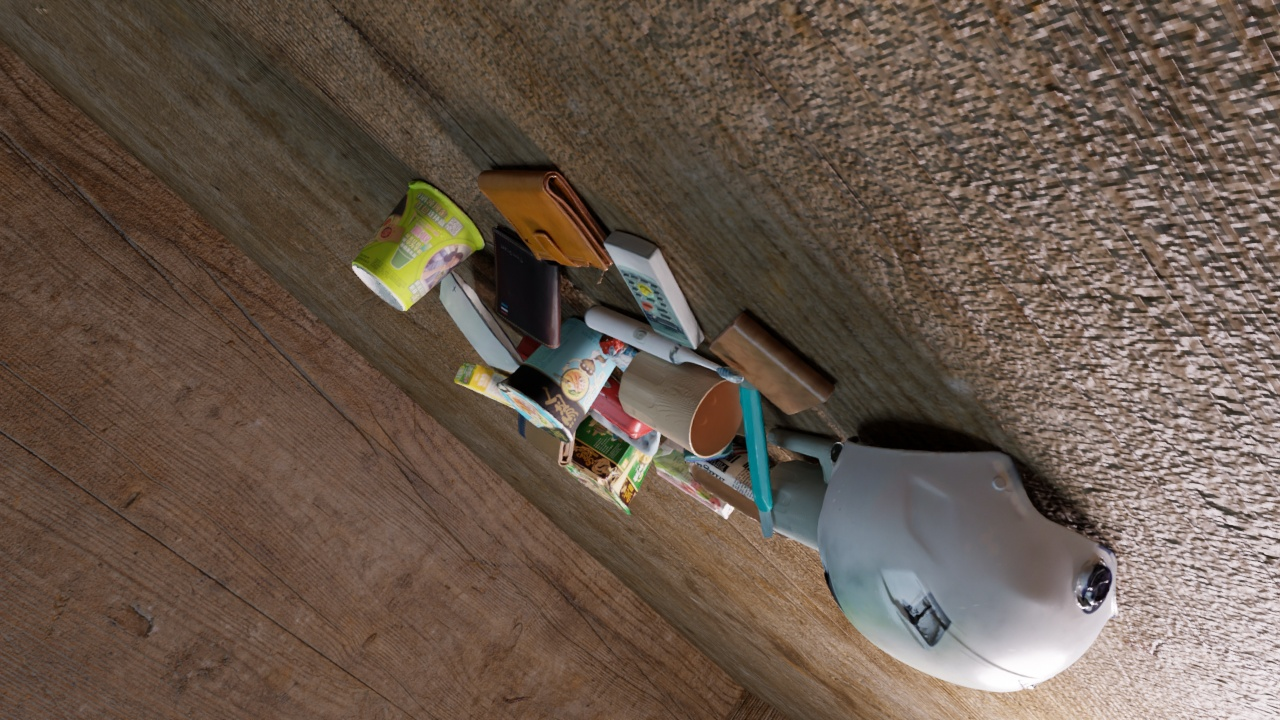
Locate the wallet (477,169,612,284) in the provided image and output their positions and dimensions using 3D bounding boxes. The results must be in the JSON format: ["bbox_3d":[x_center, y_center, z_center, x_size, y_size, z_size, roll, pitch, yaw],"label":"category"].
[{"bbox_3d":[-0.083,-0.127,0.846,0.131,0.035,0.119,16,146,54],"label":"wallet"}]

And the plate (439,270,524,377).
[{"bbox_3d":[-0.199,-0.034,1.191,0.162,0.034,0.266,54,176,5],"label":"plate"}]

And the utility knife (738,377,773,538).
[{"bbox_3d":[0.115,0.096,0.900,0.029,0.013,0.185,17,123,49],"label":"utility knife"}]

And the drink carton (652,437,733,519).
[{"bbox_3d":[0.075,0.160,1.232,0.122,0.045,0.053,33,164,21],"label":"drink carton"}]

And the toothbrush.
[{"bbox_3d":[0.020,-0.016,0.905,0.026,0.027,0.221,12,-171,-44],"label":"toothbrush"}]

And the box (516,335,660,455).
[{"bbox_3d":[-0.061,0.042,1.192,0.201,0.069,0.158,34,171,19],"label":"box"}]

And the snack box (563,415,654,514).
[{"bbox_3d":[-0.042,0.134,1.310,0.118,0.105,0.117,30,164,30],"label":"snack box"}]

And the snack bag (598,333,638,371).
[{"bbox_3d":[-0.006,0.006,1.034,0.105,0.026,0.045,42,154,-13],"label":"snack bag"}]

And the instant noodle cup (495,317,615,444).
[{"bbox_3d":[-0.089,0.017,1.074,0.111,0.120,0.111,34,164,11],"label":"instant noodle cup"}]

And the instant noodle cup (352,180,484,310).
[{"bbox_3d":[-0.262,-0.126,1.058,0.112,0.123,0.112,35,163,12],"label":"instant noodle cup"}]

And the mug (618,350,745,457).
[{"bbox_3d":[0.053,0.043,0.938,0.103,0.084,0.124,27,-174,39],"label":"mug"}]

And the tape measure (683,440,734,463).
[{"bbox_3d":[0.074,0.085,1.021,0.058,0.054,0.025,-6,158,4],"label":"tape measure"}]

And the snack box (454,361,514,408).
[{"bbox_3d":[-0.159,0.043,1.158,0.140,0.033,0.087,24,173,-20],"label":"snack box"}]

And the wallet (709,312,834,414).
[{"bbox_3d":[0.111,0.006,0.805,0.101,0.020,0.115,40,166,2],"label":"wallet"}]

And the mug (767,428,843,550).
[{"bbox_3d":[0.174,0.128,0.909,0.103,0.083,0.124,10,121,60],"label":"mug"}]

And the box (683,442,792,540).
[{"bbox_3d":[0.118,0.144,1.047,0.162,0.075,0.086,34,-167,24],"label":"box"}]

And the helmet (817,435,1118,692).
[{"bbox_3d":[0.250,0.183,0.751,0.258,0.145,0.229,46,162,-23],"label":"helmet"}]

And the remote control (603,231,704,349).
[{"bbox_3d":[0.013,-0.062,0.827,0.056,0.019,0.135,26,159,37],"label":"remote control"}]

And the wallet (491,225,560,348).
[{"bbox_3d":[-0.125,-0.080,1.008,0.096,0.020,0.122,30,139,24],"label":"wallet"}]

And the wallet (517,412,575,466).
[{"bbox_3d":[-0.129,0.084,1.267,0.033,0.090,0.115,-3,-160,-35],"label":"wallet"}]
